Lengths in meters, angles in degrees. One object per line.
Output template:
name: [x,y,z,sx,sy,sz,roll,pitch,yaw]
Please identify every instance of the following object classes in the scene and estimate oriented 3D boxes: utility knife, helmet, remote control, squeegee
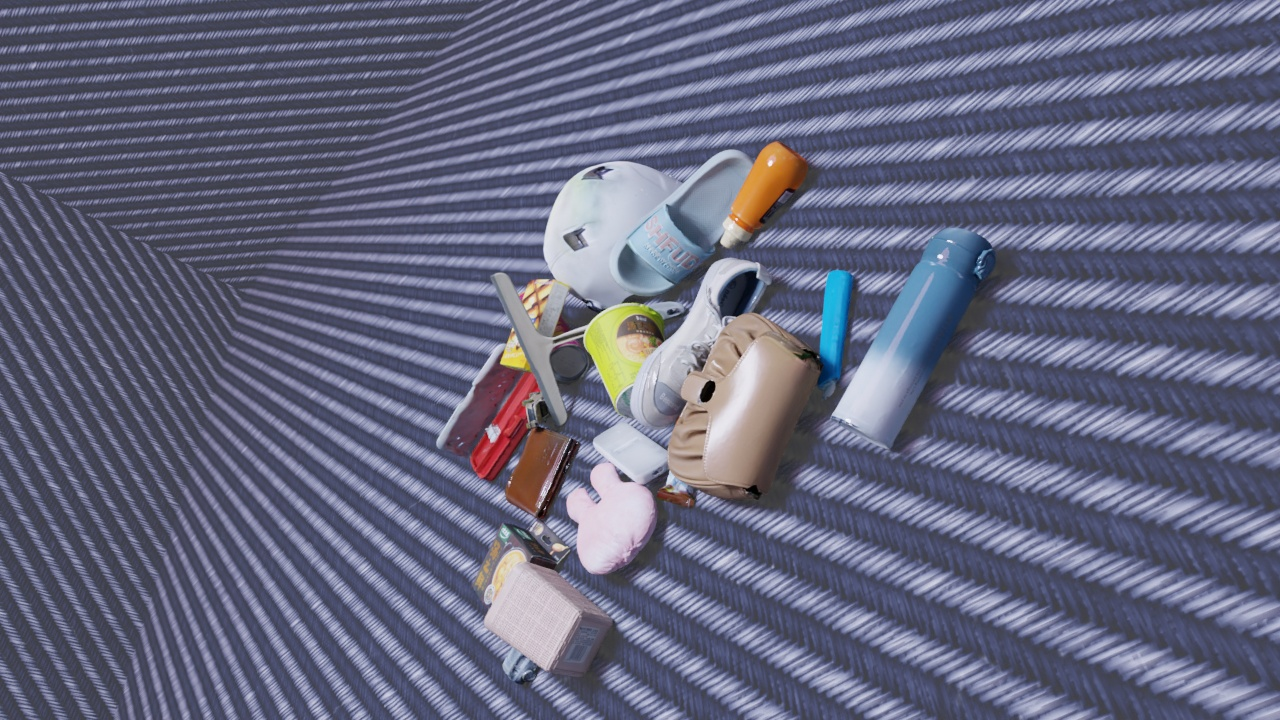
utility knife: [0.210,-0.029,0.999,0.034,0.018,0.159,-19,52,50]
helmet: [-0.064,-0.196,1.370,0.259,0.145,0.228,-4,64,58]
remote control: [-0.010,0.116,1.160,0.055,0.020,0.136,-31,28,-18]
squeegee: [-0.051,-0.046,1.287,0.247,0.246,0.039,-15,20,18]

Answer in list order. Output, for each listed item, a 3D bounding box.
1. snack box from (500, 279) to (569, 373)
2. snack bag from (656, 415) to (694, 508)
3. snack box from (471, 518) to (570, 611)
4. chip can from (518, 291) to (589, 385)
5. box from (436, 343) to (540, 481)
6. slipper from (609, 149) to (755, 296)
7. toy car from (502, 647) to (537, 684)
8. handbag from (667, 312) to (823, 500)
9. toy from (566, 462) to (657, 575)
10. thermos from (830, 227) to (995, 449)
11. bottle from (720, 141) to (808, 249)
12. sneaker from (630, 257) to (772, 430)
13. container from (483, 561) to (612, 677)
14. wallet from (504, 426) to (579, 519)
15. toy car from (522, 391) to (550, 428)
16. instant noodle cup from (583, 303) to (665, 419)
snack box: [-0.157,-0.052,1.365,0.087,0.033,0.140,9,81,59]
snack bag: [0.052,0.119,1.078,0.048,0.026,0.104,13,69,15]
snack box: [-0.164,0.281,1.234,0.113,0.053,0.125,26,91,57]
chip can: [-0.145,-0.039,1.436,0.071,0.071,0.210,-53,33,10]
box: [-0.229,0.078,1.431,0.201,0.101,0.095,-56,32,6]
slipper: [0.067,-0.178,1.232,0.245,0.104,0.074,-45,22,9]
toy car: [-0.138,0.360,1.146,0.090,0.034,0.043,-55,30,3]
handbag: [0.107,0.050,0.998,0.148,0.099,0.204,19,84,59]
toy: [-0.038,0.190,1.125,0.121,0.054,0.159,-46,35,6]
thermos: [0.263,-0.023,0.879,0.220,0.070,0.070,-60,32,-1]
bottle: [0.152,-0.207,1.185,0.150,0.066,0.066,-55,32,21]
sneaker: [0.081,-0.017,1.101,0.242,0.089,0.091,-58,27,-10]
container: [-0.104,0.305,1.073,0.111,0.090,0.090,25,83,37]
wallet: [-0.144,0.159,1.316,0.101,0.032,0.124,10,73,53]
toy car: [-0.150,0.071,1.355,0.035,0.042,0.090,-10,10,10]
instant noodle cup: [-0.007,0.007,1.194,0.112,0.111,0.123,-42,45,25]
